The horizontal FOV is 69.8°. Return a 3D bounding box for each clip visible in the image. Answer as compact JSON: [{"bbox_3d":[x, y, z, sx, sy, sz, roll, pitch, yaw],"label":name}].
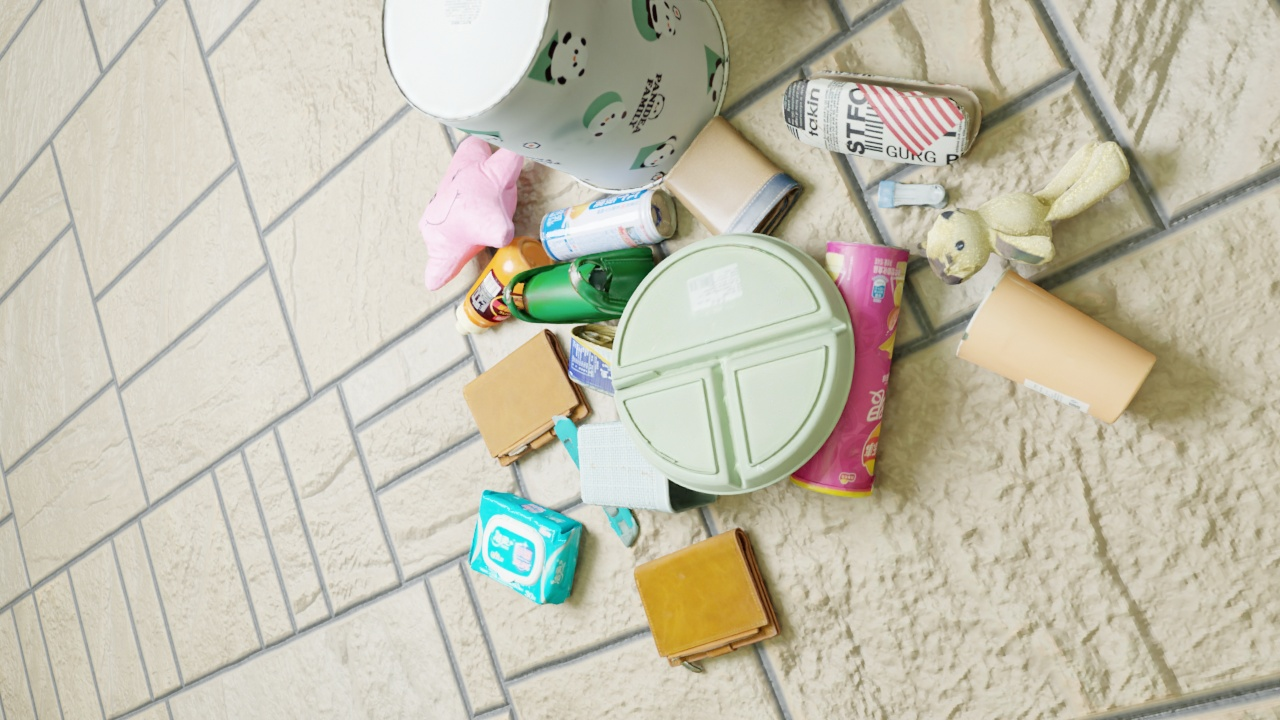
[{"bbox_3d":[0.231,-0.140,0.777,0.058,0.038,0.026,8,94,34],"label":"clip"}]

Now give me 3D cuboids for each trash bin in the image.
[{"bbox_3d":[-0.078,-0.282,0.832,0.230,0.251,0.229,1,92,32],"label":"trash bin"}]

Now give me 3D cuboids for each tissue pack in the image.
[{"bbox_3d":[-0.128,0.201,0.997,0.134,0.050,0.093,17,101,32],"label":"tissue pack"}]

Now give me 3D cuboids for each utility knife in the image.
[{"bbox_3d":[-0.047,0.123,0.952,0.029,0.013,0.157,-35,83,23],"label":"utility knife"}]

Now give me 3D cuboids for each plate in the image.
[{"bbox_3d":[0.068,-0.001,0.785,0.231,0.027,0.230,-6,79,30],"label":"plate"}]

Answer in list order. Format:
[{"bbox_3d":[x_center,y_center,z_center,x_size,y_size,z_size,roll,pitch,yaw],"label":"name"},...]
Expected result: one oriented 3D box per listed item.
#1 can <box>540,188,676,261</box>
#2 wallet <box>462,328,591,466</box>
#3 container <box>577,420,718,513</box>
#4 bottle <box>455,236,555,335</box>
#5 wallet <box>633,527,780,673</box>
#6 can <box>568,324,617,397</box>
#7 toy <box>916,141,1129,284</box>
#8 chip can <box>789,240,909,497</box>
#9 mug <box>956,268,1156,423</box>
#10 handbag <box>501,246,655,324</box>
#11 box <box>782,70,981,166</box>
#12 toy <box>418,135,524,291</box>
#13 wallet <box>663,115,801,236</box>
[{"bbox_3d":[-0.033,-0.136,0.924,0.135,0.053,0.053,-7,88,33],"label":"can"},{"bbox_3d":[-0.126,0.043,1.001,0.132,0.031,0.107,-34,75,25],"label":"wallet"},{"bbox_3d":[0.005,0.097,0.888,0.112,0.090,0.090,-4,89,36],"label":"container"},{"bbox_3d":[-0.156,-0.073,1.004,0.150,0.066,0.066,-38,72,35],"label":"bottle"},{"bbox_3d":[0.062,0.238,0.885,0.131,0.035,0.119,-28,76,32],"label":"wallet"},{"bbox_3d":[-0.005,0.005,0.897,0.148,0.074,0.049,17,111,31],"label":"can"},{"bbox_3d":[0.289,-0.113,0.695,0.157,0.066,0.105,-31,30,8],"label":"toy"},{"bbox_3d":[0.178,0.006,0.783,0.071,0.071,0.210,11,97,32],"label":"chip can"},{"bbox_3d":[0.315,-0.007,0.696,0.123,0.078,0.078,33,108,23],"label":"mug"},{"bbox_3d":[-0.054,-0.073,0.898,0.132,0.120,0.068,-4,90,42],"label":"handbag"},{"bbox_3d":[0.206,-0.208,0.780,0.164,0.082,0.075,15,133,30],"label":"box"},{"bbox_3d":[-0.192,-0.172,1.013,0.195,0.074,0.178,-22,57,43],"label":"toy"},{"bbox_3d":[0.084,-0.163,0.863,0.115,0.033,0.090,48,112,23],"label":"wallet"}]
